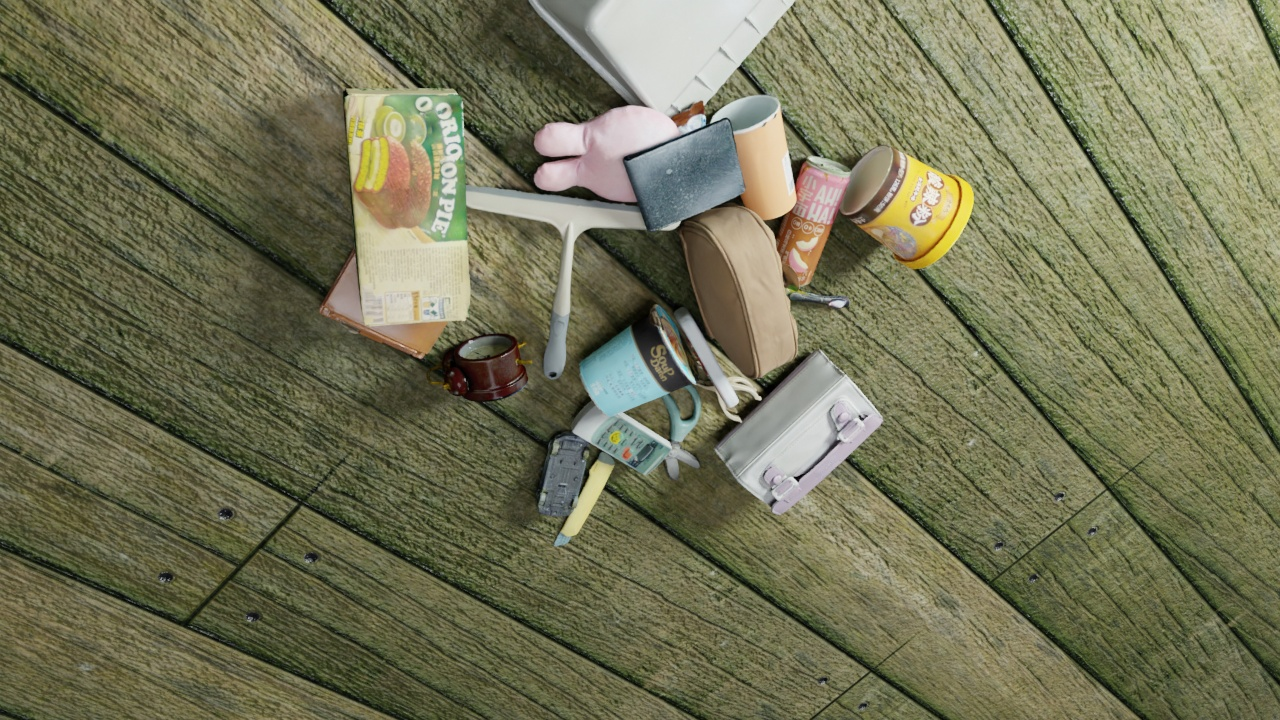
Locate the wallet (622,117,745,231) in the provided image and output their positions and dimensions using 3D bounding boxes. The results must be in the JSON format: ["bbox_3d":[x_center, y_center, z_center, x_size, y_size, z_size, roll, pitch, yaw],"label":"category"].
[{"bbox_3d":[0.050,-0.198,0.983,0.121,0.019,0.097,-22,135,-1],"label":"wallet"}]

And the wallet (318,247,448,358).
[{"bbox_3d":[-0.279,-0.067,1.035,0.131,0.031,0.108,27,106,-27],"label":"wallet"}]

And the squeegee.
[{"bbox_3d":[-0.093,-0.070,1.067,0.246,0.039,0.247,6,124,-7],"label":"squeegee"}]

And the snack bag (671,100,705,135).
[{"bbox_3d":[0.064,-0.235,1.028,0.045,0.026,0.105,-31,126,-14],"label":"snack bag"}]

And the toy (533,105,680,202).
[{"bbox_3d":[-0.036,-0.221,0.990,0.159,0.054,0.121,-1,140,-10],"label":"toy"}]

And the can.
[{"bbox_3d":[0.198,-0.164,1.091,0.058,0.058,0.147,8,118,-19],"label":"can"}]

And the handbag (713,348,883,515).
[{"bbox_3d":[0.218,0.105,1.231,0.197,0.098,0.145,-44,135,7],"label":"handbag"}]

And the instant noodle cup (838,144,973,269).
[{"bbox_3d":[0.306,-0.186,1.079,0.114,0.118,0.119,27,110,-18],"label":"instant noodle cup"}]

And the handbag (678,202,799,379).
[{"bbox_3d":[0.118,-0.086,1.065,0.099,0.148,0.205,-27,125,-14],"label":"handbag"}]

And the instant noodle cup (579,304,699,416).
[{"bbox_3d":[-0.007,0.007,1.116,0.120,0.111,0.111,-28,123,13],"label":"instant noodle cup"}]

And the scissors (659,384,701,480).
[{"bbox_3d":[0.012,0.103,1.223,0.176,0.019,0.175,-12,123,-9],"label":"scissors"}]

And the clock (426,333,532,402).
[{"bbox_3d":[-0.189,0.010,1.076,0.122,0.082,0.055,-12,118,-9],"label":"clock"}]

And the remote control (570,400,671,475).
[{"bbox_3d":[-0.025,0.099,1.188,0.135,0.019,0.056,35,108,-29],"label":"remote control"}]

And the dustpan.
[{"bbox_3d":[0.005,-0.395,0.931,0.223,0.142,0.257,-47,150,14],"label":"dustpan"}]

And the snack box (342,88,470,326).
[{"bbox_3d":[-0.241,-0.158,0.953,0.114,0.063,0.240,-6,114,-17],"label":"snack box"}]

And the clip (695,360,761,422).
[{"bbox_3d":[0.118,0.029,1.200,0.089,0.035,0.104,-31,115,8],"label":"clip"}]

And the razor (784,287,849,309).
[{"bbox_3d":[0.206,-0.082,1.164,0.142,0.022,0.043,9,119,-20],"label":"razor"}]

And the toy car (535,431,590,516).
[{"bbox_3d":[-0.104,0.150,1.209,0.054,0.037,0.121,10,107,-19],"label":"toy car"}]

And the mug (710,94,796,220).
[{"bbox_3d":[0.133,-0.224,1.030,0.078,0.078,0.123,-26,127,0],"label":"mug"}]

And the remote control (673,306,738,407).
[{"bbox_3d":[0.081,-0.004,1.139,0.020,0.056,0.136,-30,108,3],"label":"remote control"}]

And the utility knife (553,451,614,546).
[{"bbox_3d":[-0.077,0.194,1.252,0.031,0.019,0.175,18,113,-19],"label":"utility knife"}]
